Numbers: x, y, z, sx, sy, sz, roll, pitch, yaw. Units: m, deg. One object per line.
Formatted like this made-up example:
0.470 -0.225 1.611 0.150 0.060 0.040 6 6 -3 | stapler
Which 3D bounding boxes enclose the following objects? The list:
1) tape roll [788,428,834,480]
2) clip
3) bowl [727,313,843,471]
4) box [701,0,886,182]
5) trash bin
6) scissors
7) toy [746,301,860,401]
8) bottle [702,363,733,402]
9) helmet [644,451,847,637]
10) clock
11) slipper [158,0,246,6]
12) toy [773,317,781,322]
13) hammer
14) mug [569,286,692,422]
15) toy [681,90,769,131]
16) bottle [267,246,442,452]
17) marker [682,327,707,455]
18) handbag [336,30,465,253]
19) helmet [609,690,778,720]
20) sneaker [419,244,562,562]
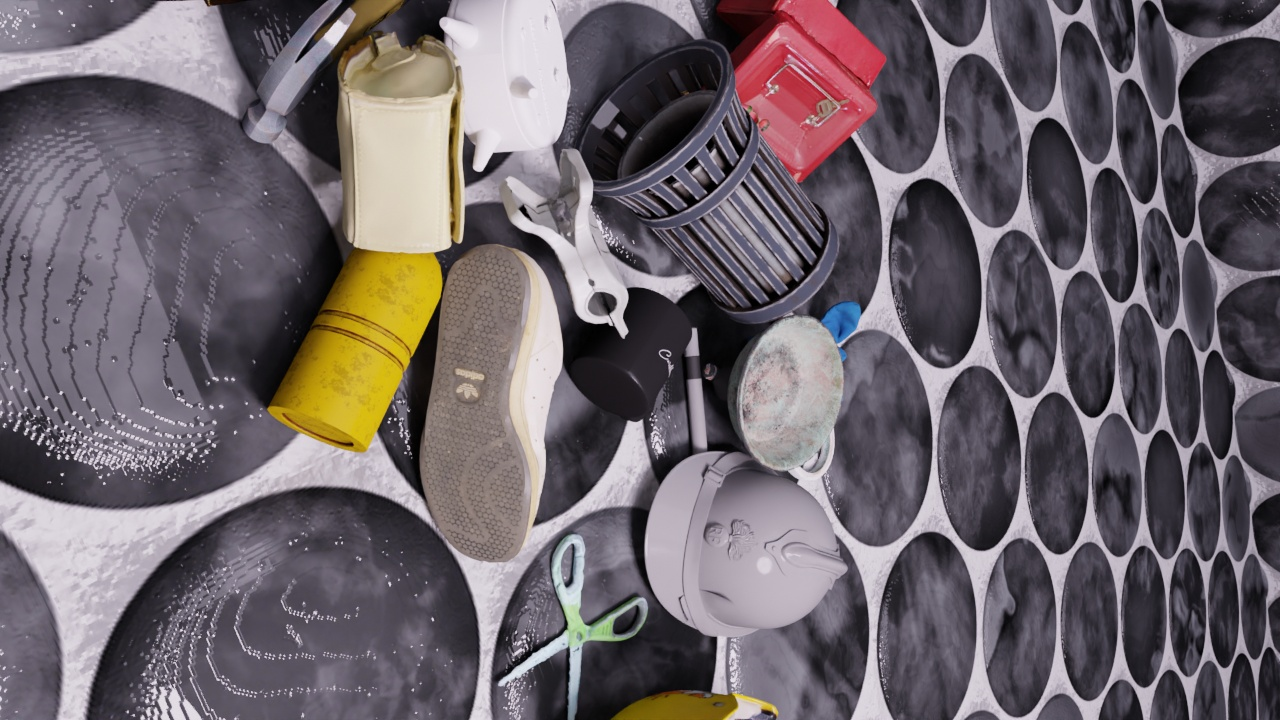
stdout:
0.189 0.089 1.041 0.092 0.013 0.093 4 84 -44 | tape roll
-0.053 -0.097 0.743 0.124 0.073 0.143 65 4 38 | clip
0.140 0.030 0.923 0.157 0.039 0.157 -8 103 -39 | bowl
0.157 -0.320 0.973 0.157 0.154 0.168 30 37 -32 | box
0.072 -0.150 0.849 0.227 0.165 0.164 42 59 -38 | trash bin
-0.057 0.232 0.788 0.171 0.022 0.174 -17 103 -47 | scissors
0.192 -0.012 1.017 0.176 0.071 0.113 -1 98 -45 | toy
0.103 0.031 0.945 0.110 0.036 0.036 30 66 -39 | bottle
0.130 0.186 0.891 0.271 0.118 0.183 26 72 -46 | helmet
-0.092 -0.227 0.708 0.160 0.073 0.125 -70 156 -55 | clock
-0.250 -0.297 0.602 0.266 0.076 0.113 -47 143 -48 | slipper
0.156 -0.094 1.012 0.090 0.071 0.103 -60 149 -46 | toy
-0.165 -0.285 0.670 0.025 0.118 0.332 42 52 -18 | hammer
-0.005 0.005 0.821 0.087 0.078 0.114 -57 150 -31 | mug
0.076 -0.232 0.906 0.103 0.084 0.046 17 67 -21 | toy
-0.188 -0.025 0.637 0.071 0.071 0.163 37 62 -36 | bottle
0.054 0.037 0.910 0.016 0.016 0.140 -5 90 -45 | marker
-0.160 -0.150 0.617 0.081 0.111 0.119 0 130 -15 | handbag
0.029 0.380 0.774 0.240 0.140 0.208 43 57 -48 | helmet
-0.108 0.031 0.713 0.102 0.089 0.241 -34 130 -76 | sneaker
